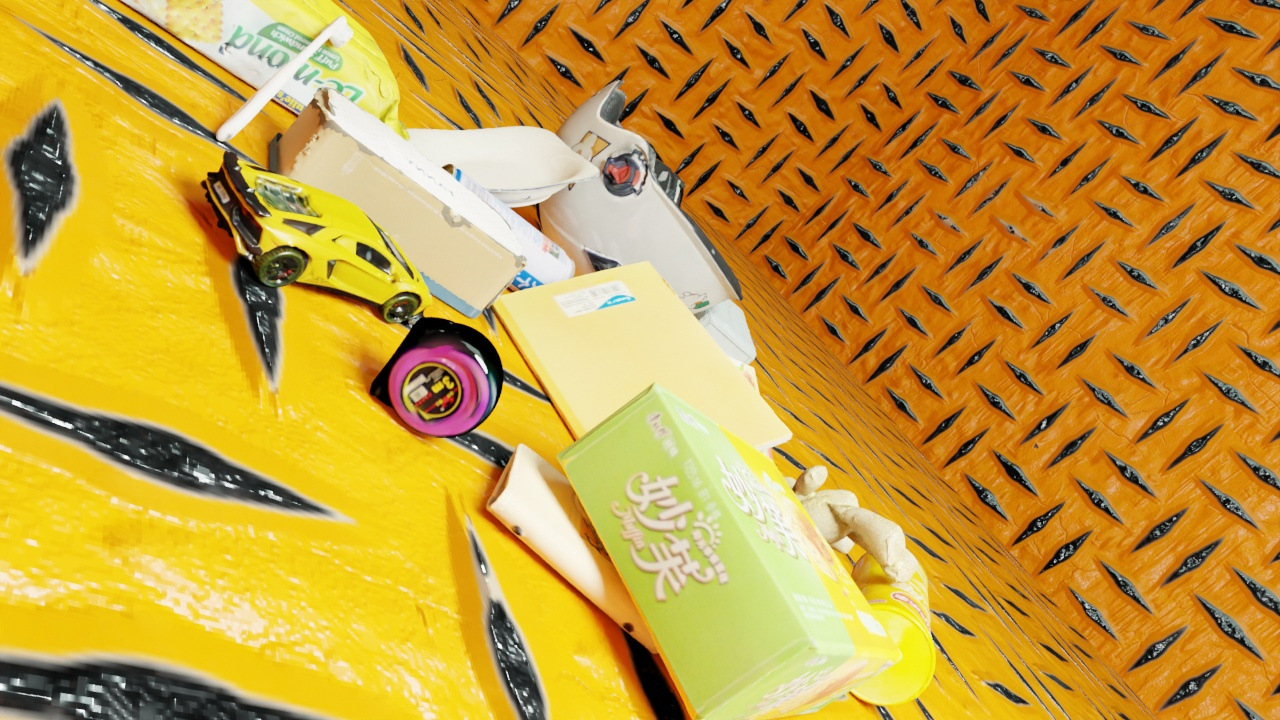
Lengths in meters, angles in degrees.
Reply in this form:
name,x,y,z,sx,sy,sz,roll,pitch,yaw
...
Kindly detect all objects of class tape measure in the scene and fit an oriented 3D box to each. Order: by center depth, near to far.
name,x,y,z,sx,sy,sz,roll,pitch,yaw
tape measure,-0.098,0.009,0.462,0.058,0.057,0.039,34,13,-8

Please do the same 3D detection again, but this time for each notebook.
name,x,y,z,sx,sy,sz,roll,pitch,yaw
notebook,-0.004,0.004,0.674,0.145,0.010,0.206,-17,51,-27

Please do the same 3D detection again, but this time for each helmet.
name,x,y,z,sx,sy,sz,roll,pitch,yaw
helmet,-0.020,-0.143,0.963,0.273,0.157,0.230,65,10,29

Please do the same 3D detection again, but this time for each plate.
name,x,y,z,sx,sy,sz,roll,pitch,yaw
plate,-0.135,-0.179,0.854,0.164,0.034,0.163,-10,34,-27

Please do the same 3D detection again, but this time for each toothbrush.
name,x,y,z,sx,sy,sz,roll,pitch,yaw
toothbrush,-0.233,-0.189,0.612,0.016,0.016,0.179,53,32,-30

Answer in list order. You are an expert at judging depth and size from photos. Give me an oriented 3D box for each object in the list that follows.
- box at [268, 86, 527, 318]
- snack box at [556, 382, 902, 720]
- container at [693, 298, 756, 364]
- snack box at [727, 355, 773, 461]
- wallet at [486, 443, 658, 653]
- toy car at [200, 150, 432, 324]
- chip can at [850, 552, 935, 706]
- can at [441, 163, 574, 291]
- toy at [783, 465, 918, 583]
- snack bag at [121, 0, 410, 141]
name,x,y,z,sx,sy,sz,roll,pitch,yaw
box,-0.165,-0.108,0.619,0.184,0.062,0.089,34,16,-34
snack box,0.059,0.116,0.521,0.157,0.070,0.210,58,12,29
container,0.070,-0.025,1.036,0.090,0.090,0.111,40,17,-20
snack box,0.070,0.066,0.708,0.075,0.026,0.152,22,50,-42
wallet,-0.028,0.094,0.489,0.115,0.024,0.087,42,11,-11
toy car,-0.170,-0.065,0.508,0.071,0.041,0.155,52,13,28
chip can,0.198,0.206,0.742,0.072,0.072,0.213,47,12,10
can,-0.118,-0.099,0.751,0.134,0.053,0.053,36,15,-33
toy,0.155,0.135,0.751,0.157,0.066,0.105,18,-28,49
snack bag,-0.293,-0.267,0.702,0.246,0.068,0.158,31,18,-44
